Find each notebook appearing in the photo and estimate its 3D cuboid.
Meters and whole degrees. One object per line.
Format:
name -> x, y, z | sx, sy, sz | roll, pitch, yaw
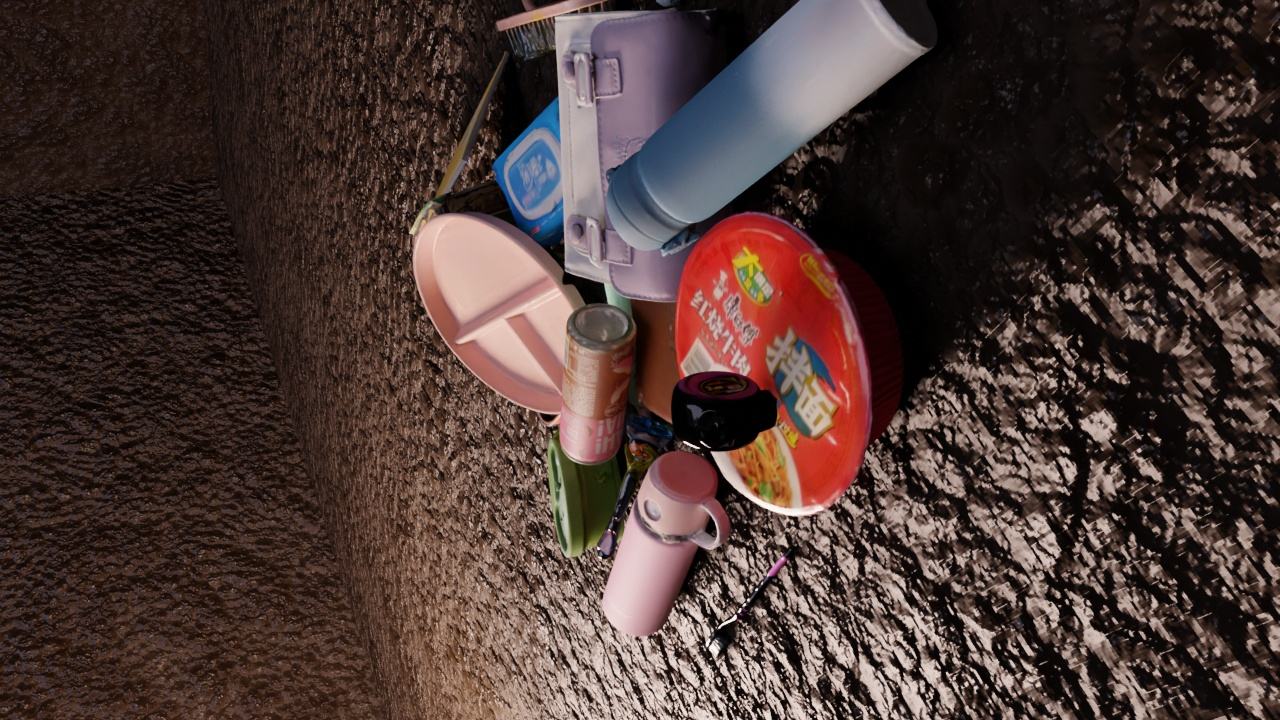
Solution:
notebook -> -0.196, -0.222, 0.994 | 0.207, 0.010, 0.145 | -36, 34, 59

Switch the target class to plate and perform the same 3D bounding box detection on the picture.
plate -> -0.130, -0.046, 0.894 | 0.230, 0.028, 0.230 | 27, 141, 24

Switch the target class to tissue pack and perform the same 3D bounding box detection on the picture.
tissue pack -> -0.078, -0.164, 0.818 | 0.158, 0.052, 0.095 | -30, 82, 47

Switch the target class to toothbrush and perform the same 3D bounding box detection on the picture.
toothbrush -> 0.088, 0.198, 0.742 | 0.018, 0.014, 0.190 | 51, 143, 23
toothbrush -> -0.005, 0.005, 0.807 | 0.026, 0.027, 0.224 | -6, 104, 20

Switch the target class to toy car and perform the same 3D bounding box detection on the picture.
toy car -> -0.045, -0.074, 0.846 | 0.106, 0.031, 0.049 | 19, 119, 41

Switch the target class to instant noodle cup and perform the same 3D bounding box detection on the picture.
instant noodle cup -> 0.099, -0.001, 0.588 | 0.194, 0.065, 0.194 | 30, 126, 52

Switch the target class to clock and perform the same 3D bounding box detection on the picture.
clock -> -0.057, 0.124, 0.905 | 0.161, 0.056, 0.116 | -133, 39, -68

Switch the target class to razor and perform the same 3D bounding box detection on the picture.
razor -> -0.013, 0.117, 0.811 | 0.022, 0.042, 0.143 | -60, -10, -74

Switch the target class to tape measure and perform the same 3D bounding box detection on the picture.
tape measure -> 0.048, 0.033, 0.566 | 0.058, 0.057, 0.039 | 24, 123, 46

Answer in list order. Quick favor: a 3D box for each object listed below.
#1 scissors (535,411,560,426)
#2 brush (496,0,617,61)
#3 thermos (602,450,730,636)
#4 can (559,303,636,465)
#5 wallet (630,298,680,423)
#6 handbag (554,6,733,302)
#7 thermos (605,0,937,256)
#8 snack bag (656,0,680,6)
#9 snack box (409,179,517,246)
scissors -> -0.077, 0.009, 0.953 | 0.222, 0.015, 0.189 | 45, 138, 44
brush -> -0.066, -0.295, 0.758 | 0.146, 0.063, 0.073 | 20, 131, 58
thermos -> 0.023, 0.167, 0.795 | 0.087, 0.067, 0.199 | 43, 137, 25
can -> -0.038, 0.022, 0.786 | 0.058, 0.057, 0.148 | 53, 149, 37
wallet -> 0.032, -0.002, 0.743 | 0.101, 0.032, 0.125 | 22, 120, 53
handbag -> 0.002, -0.153, 0.675 | 0.145, 0.098, 0.197 | 22, 121, 50
thermos -> 0.064, -0.138, 0.533 | 0.221, 0.070, 0.070 | -35, 70, 41
snack bag -> 0.018, -0.344, 0.622 | 0.110, 0.038, 0.191 | 49, 143, 23
snack box -> -0.163, -0.120, 0.972 | 0.105, 0.118, 0.118 | 61, 150, 3
